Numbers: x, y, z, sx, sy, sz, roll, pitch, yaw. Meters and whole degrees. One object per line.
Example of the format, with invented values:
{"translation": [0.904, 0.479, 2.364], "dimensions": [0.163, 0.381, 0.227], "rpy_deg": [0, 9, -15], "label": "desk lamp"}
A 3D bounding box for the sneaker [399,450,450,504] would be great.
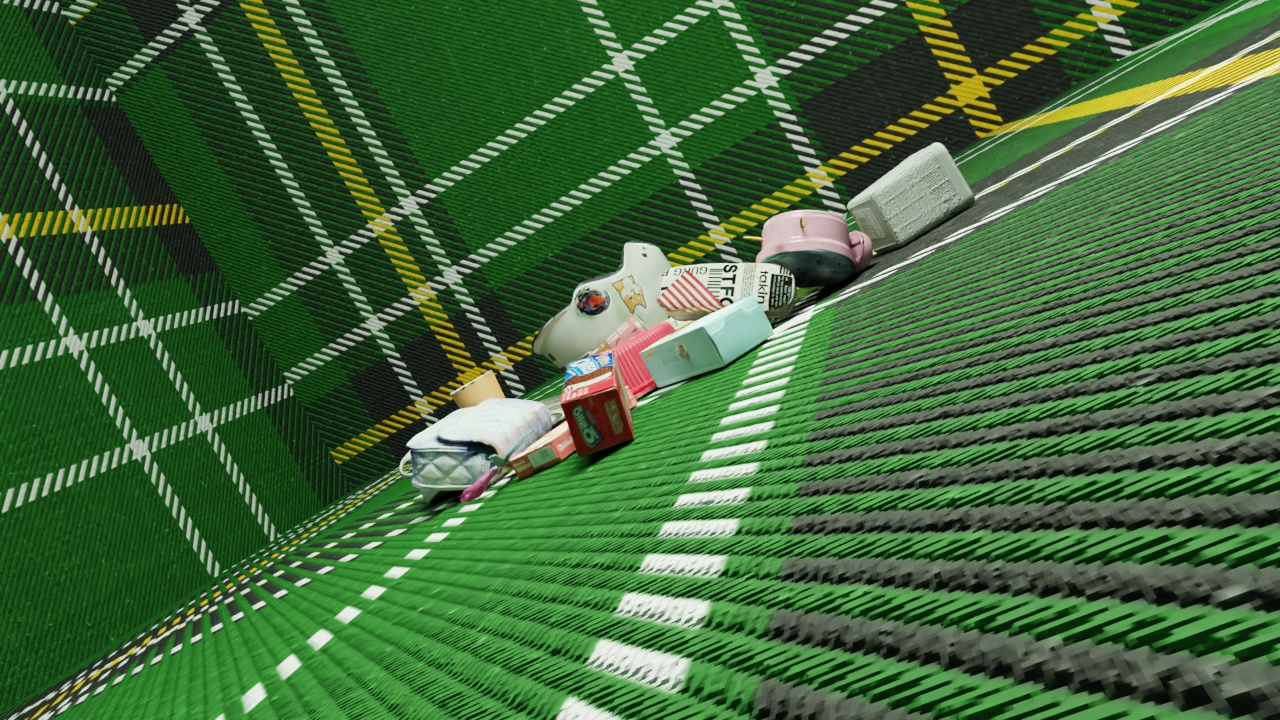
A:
{"translation": [-0.288, 0.143, 1.332], "dimensions": [0.118, 0.088, 0.241], "rpy_deg": [-30, 4, -8], "label": "sneaker"}

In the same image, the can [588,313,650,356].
{"translation": [-0.043, -0.004, 1.433], "dimensions": [0.147, 0.058, 0.058], "rpy_deg": [-42, 3, 5], "label": "can"}

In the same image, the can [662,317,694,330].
{"translation": [0.058, -0.037, 1.315], "dimensions": [0.116, 0.058, 0.058], "rpy_deg": [-30, 4, 2], "label": "can"}

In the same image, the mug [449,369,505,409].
{"translation": [-0.242, 0.086, 1.479], "dimensions": [0.078, 0.123, 0.078], "rpy_deg": [-31, 4, 2], "label": "mug"}

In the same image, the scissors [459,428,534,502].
{"translation": [-0.159, 0.119, 1.019], "dimensions": [0.130, 0.017, 0.133], "rpy_deg": [-38, -11, -4], "label": "scissors"}

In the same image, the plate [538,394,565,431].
{"translation": [-0.160, 0.095, 1.369], "dimensions": [0.179, 0.024, 0.179], "rpy_deg": [-21, 13, 5], "label": "plate"}

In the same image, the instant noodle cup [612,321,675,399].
{"translation": [-0.007, 0.007, 1.193], "dimensions": [0.194, 0.066, 0.194], "rpy_deg": [-29, 4, 2], "label": "instant noodle cup"}

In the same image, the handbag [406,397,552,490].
{"translation": [-0.207, 0.103, 1.184], "dimensions": [0.134, 0.075, 0.193], "rpy_deg": [-1, 14, 14], "label": "handbag"}

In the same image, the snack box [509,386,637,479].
{"translation": [-0.073, 0.079, 1.023], "dimensions": [0.075, 0.025, 0.152], "rpy_deg": [-26, 5, 40], "label": "snack box"}

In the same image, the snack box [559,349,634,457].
{"translation": [-0.042, 0.038, 0.911], "dimensions": [0.057, 0.058, 0.207], "rpy_deg": [-19, 10, 1], "label": "snack box"}

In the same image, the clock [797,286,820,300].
{"translation": [0.208, -0.116, 1.242], "dimensions": [0.161, 0.056, 0.116], "rpy_deg": [-30, 5, -6], "label": "clock"}

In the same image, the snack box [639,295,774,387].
{"translation": [0.070, -0.019, 1.029], "dimensions": [0.074, 0.051, 0.175], "rpy_deg": [-30, 3, -25], "label": "snack box"}

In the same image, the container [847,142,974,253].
{"translation": [0.334, -0.198, 1.150], "dimensions": [0.114, 0.090, 0.090], "rpy_deg": [-34, 4, -10], "label": "container"}

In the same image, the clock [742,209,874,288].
{"translation": [0.211, -0.129, 1.107], "dimensions": [0.158, 0.059, 0.117], "rpy_deg": [17, -21, -38], "label": "clock"}

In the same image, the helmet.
{"translation": [-0.032, -0.059, 1.546], "dimensions": [0.273, 0.157, 0.230], "rpy_deg": [-42, -11, -14], "label": "helmet"}

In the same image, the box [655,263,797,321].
{"translation": [0.104, -0.078, 1.088], "dimensions": [0.163, 0.075, 0.083], "rpy_deg": [-2, -25, 17], "label": "box"}
